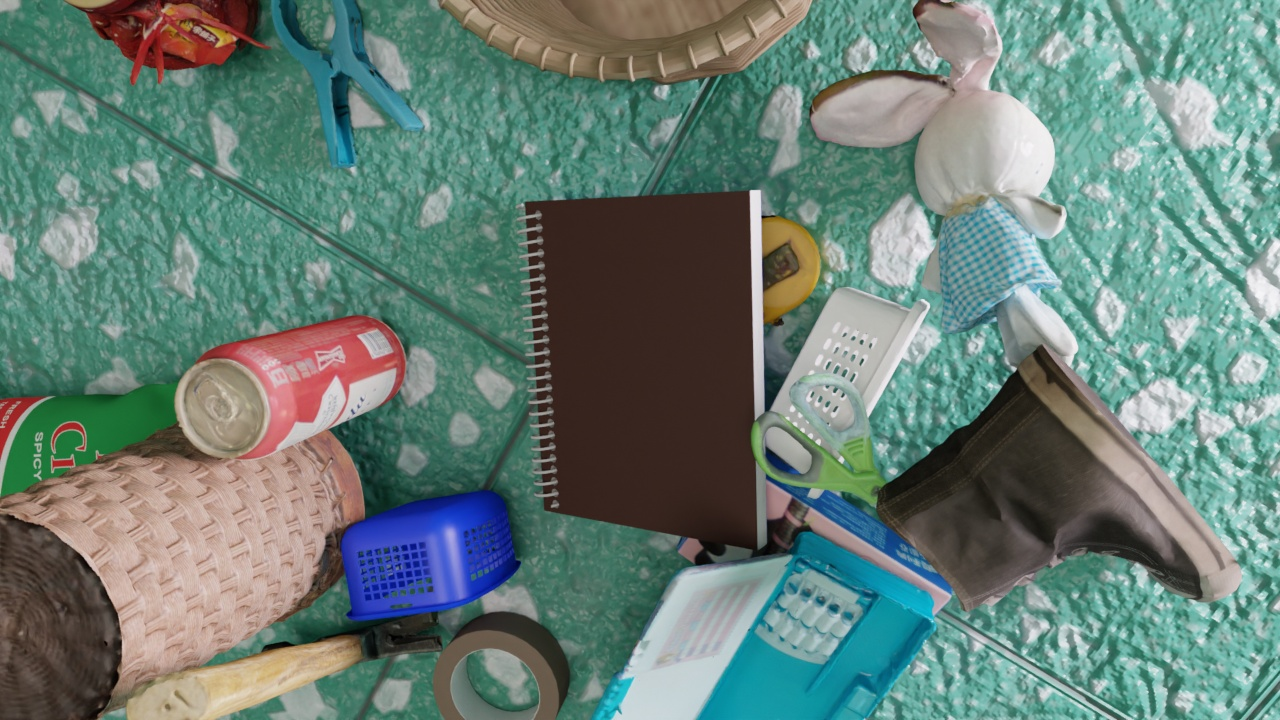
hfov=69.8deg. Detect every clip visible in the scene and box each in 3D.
[{"bbox_3d":[-0.185,-0.200,0.601,0.113,0.028,0.127,-33,93,13],"label":"clip"}]

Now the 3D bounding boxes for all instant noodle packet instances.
[{"bbox_3d":[-0.415,0.112,0.666,0.253,0.090,0.195,-3,99,-1],"label":"instant noodle packet"}]

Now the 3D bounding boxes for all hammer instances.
[{"bbox_3d":[-0.198,0.176,0.528,0.132,0.331,0.033,-10,78,-6],"label":"hammer"}]

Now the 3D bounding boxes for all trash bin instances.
[{"bbox_3d":[-0.274,0.114,0.530,0.151,0.210,0.151,1,99,8],"label":"trash bin"}]

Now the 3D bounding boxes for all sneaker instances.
[{"bbox_3d":[0.234,0.094,0.506,0.120,0.095,0.234,-42,132,20],"label":"sneaker"}]

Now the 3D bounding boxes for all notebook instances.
[{"bbox_3d":[-0.003,0.003,0.575,0.172,0.022,0.209,4,102,33],"label":"notebook"}]

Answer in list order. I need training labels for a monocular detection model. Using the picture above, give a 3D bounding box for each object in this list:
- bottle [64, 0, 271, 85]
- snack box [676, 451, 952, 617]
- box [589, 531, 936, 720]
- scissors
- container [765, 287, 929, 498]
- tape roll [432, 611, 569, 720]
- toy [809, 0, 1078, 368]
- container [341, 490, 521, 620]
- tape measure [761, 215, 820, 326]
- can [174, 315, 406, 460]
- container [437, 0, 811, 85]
[{"bbox_3d":[-0.297,-0.226,0.574,0.099,0.111,0.099,0,88,10],"label":"bottle"},{"bbox_3d":[0.110,0.128,0.589,0.154,0.033,0.088,32,122,4],"label":"snack box"},{"bbox_3d":[0.057,0.207,0.581,0.180,0.073,0.228,16,120,-15],"label":"box"},{"bbox_3d":[0.131,0.077,0.526,0.072,0.033,0.175,-45,109,4],"label":"scissors"},{"bbox_3d":[0.120,0.012,0.557,0.049,0.080,0.129,30,104,16],"label":"container"},{"bbox_3d":[-0.100,0.231,0.661,0.094,0.030,0.094,2,101,10],"label":"tape roll"},{"bbox_3d":[0.197,-0.090,0.504,0.105,0.131,0.205,-18,79,-26],"label":"toy"},{"bbox_3d":[-0.138,0.125,0.608,0.096,0.114,0.058,-10,89,12],"label":"container"},{"bbox_3d":[0.083,-0.059,0.573,0.059,0.030,0.068,-30,94,16],"label":"tape measure"},{"bbox_3d":[-0.209,0.013,0.570,0.067,0.170,0.067,2,99,10],"label":"can"},{"bbox_3d":[0.007,-0.250,0.466,0.227,0.196,0.227,2,101,10],"label":"container"}]
